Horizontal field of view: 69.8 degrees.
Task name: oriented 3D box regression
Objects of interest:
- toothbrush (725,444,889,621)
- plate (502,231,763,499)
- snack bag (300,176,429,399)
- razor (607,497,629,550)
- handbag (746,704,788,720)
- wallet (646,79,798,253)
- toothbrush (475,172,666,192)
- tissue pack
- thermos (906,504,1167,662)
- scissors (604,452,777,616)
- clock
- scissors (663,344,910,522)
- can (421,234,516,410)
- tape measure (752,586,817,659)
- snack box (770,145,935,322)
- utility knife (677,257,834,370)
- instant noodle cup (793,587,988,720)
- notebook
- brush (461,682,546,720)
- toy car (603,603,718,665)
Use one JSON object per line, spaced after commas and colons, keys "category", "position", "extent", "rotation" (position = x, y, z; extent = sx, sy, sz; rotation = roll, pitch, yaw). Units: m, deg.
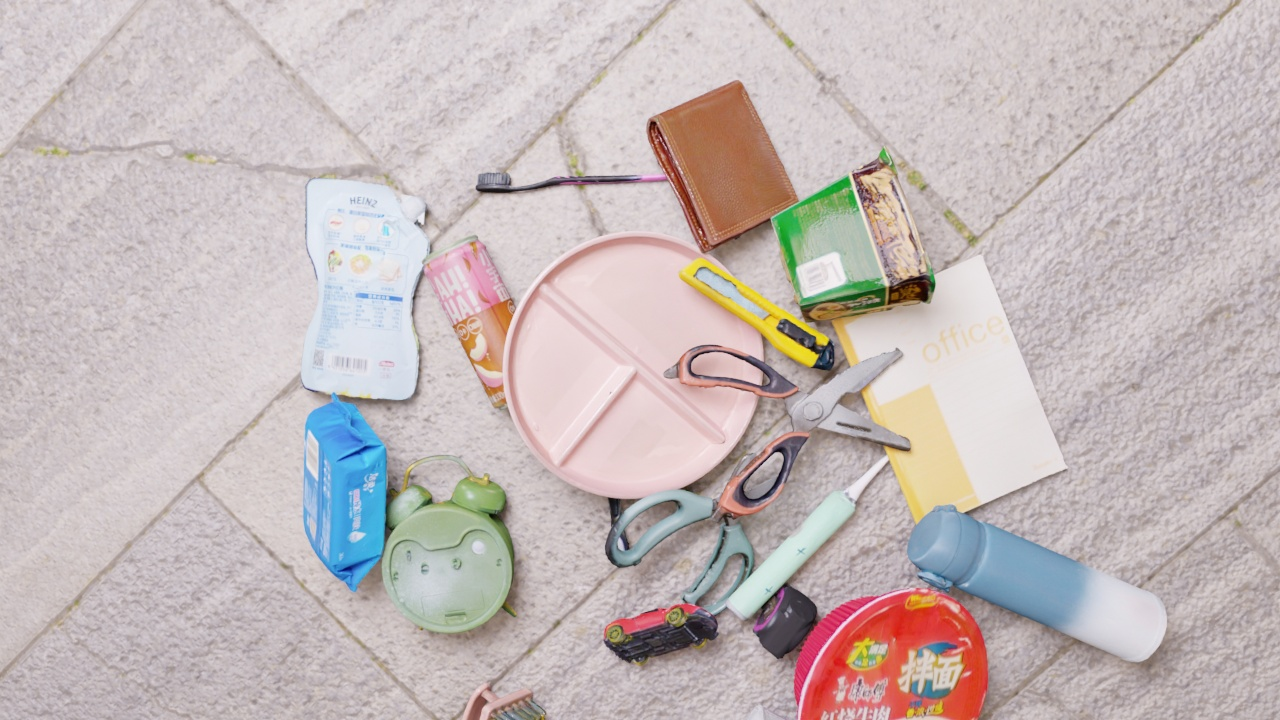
{"category": "toothbrush", "position": [0.162, 0.147, 0.822], "extent": [0.027, 0.026, 0.224], "rotation": [44, 91, 0]}
{"category": "plate", "position": [-0.005, 0.005, 0.789], "extent": [0.229, 0.028, 0.229], "rotation": [-2, 97, -14]}
{"category": "snack bag", "position": [-0.247, -0.063, 0.818], "extent": [0.110, 0.038, 0.191], "rotation": [6, 95, 7]}
{"category": "razor", "position": [-0.025, 0.118, 0.834], "extent": [0.043, 0.022, 0.143], "rotation": [-5, 96, 5]}
{"category": "handbag", "position": [0.154, 0.429, 0.825], "extent": [0.197, 0.098, 0.145], "rotation": [31, 102, 0]}
{"category": "wallet", "position": [0.070, -0.166, 0.779], "extent": [0.101, 0.032, 0.124], "rotation": [-28, 96, -23]}
{"category": "toothbrush", "position": [-0.052, -0.161, 0.810], "extent": [0.189, 0.014, 0.017], "rotation": [-3, 84, 3]}
{"category": "tissue pack", "position": [-0.257, 0.115, 0.802], "extent": [0.052, 0.095, 0.157], "rotation": [-7, 118, -35]}
{"category": "thermos", "position": [0.337, 0.192, 0.789], "extent": [0.220, 0.070, 0.070], "rotation": [23, 97, -6]}
{"category": "scissors", "position": [0.043, 0.150, 0.807], "extent": [0.178, 0.019, 0.173], "rotation": [14, 106, -20]}
{"category": "clock", "position": [-0.172, 0.165, 0.829], "extent": [0.116, 0.056, 0.161], "rotation": [-9, 96, 3]}
{"category": "scissors", "position": [0.127, 0.043, 0.786], "extent": [0.222, 0.015, 0.189], "rotation": [-39, 93, -4]}
{"category": "can", "position": [-0.134, -0.032, 0.805], "extent": [0.058, 0.058, 0.147], "rotation": [-26, 94, 5]}
{"category": "tape measure", "position": [0.128, 0.231, 0.819], "extent": [0.039, 0.057, 0.057], "rotation": [37, 100, 5]}
{"category": "snack box", "position": [0.169, -0.088, 0.750], "extent": [0.106, 0.117, 0.118], "rotation": [-19, 77, 10]}
{"category": "utility knife", "position": [0.100, -0.038, 0.772], "extent": [0.154, 0.015, 0.033], "rotation": [32, 76, -2]}
{"category": "instant noodle cup", "position": [0.204, 0.279, 0.794], "extent": [0.193, 0.066, 0.194], "rotation": [-4, 101, -22]}
{"category": "notebook", "position": [0.272, 0.029, 0.807], "extent": [0.146, 0.010, 0.206], "rotation": [-23, 94, -1]}
{"category": "brush", "position": [-0.141, 0.377, 0.852], "extent": [0.073, 0.063, 0.146], "rotation": [20, 100, 30]}
{"category": "toy car", "position": [0.019, 0.243, 0.826], "extent": [0.106, 0.031, 0.049], "rotation": [-22, 129, 23]}
